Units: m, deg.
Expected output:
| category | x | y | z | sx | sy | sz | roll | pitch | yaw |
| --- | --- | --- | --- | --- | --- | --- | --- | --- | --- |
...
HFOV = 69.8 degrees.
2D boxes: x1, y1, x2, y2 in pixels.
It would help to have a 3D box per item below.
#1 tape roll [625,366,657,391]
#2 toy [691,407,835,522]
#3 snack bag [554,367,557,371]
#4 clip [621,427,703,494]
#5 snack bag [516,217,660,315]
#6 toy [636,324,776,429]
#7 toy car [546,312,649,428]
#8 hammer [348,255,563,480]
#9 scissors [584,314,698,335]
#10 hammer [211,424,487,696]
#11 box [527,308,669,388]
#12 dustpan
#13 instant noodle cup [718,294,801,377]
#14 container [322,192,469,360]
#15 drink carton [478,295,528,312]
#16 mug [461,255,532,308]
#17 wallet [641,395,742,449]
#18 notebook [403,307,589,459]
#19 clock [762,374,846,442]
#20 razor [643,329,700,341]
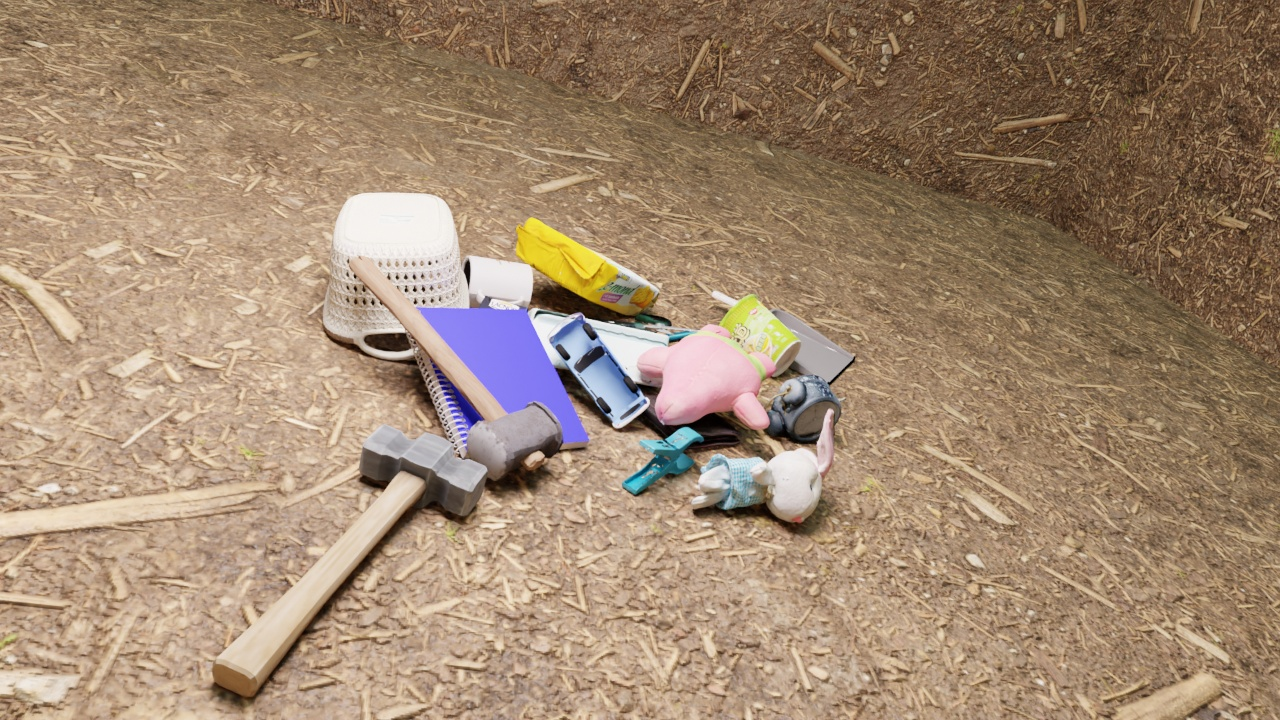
| category | x | y | z | sx | sy | sz | roll | pitch | yaw |
| --- | --- | --- | --- | --- | --- | --- | --- | --- | --- |
| tape roll | -0.008 | 0.008 | 1.294 | 0.093 | 0.016 | 0.091 | 22 | 25 | 6 |
| toy | 0.151 | 0.140 | 1.055 | 0.205 | 0.131 | 0.105 | -12 | 58 | -29 |
| snack bag | -0.186 | -0.018 | 1.220 | 0.155 | 0.018 | 0.074 | 34 | 31 | 27 |
| clip | 0.035 | 0.098 | 1.055 | 0.028 | 0.113 | 0.126 | 36 | 17 | 26 |
| snack bag | -0.083 | -0.136 | 1.403 | 0.160 | 0.068 | 0.247 | 33 | 7 | 23 |
| toy | 0.081 | 0.029 | 1.171 | 0.192 | 0.097 | 0.236 | 29 | 32 | 17 |
| toy car | -0.053 | 0.012 | 1.153 | 0.153 | 0.056 | 0.055 | 52 | -3 | 6 |
| hammer | -0.216 | -0.003 | 1.010 | 0.328 | 0.052 | 0.097 | 46 | 37 | 18 |
| scissors | 0.002 | -0.056 | 1.383 | 0.202 | 0.015 | 0.204 | 7 | 8 | 8 |
| hammer | -0.247 | 0.161 | 0.787 | 0.117 | 0.051 | 0.322 | 22 | 28 | 6 |
| box | -0.059 | -0.018 | 1.250 | 0.197 | 0.075 | 0.125 | 11 | 45 | -14 |
| dustpan | 0.230 | -0.049 | 1.555 | 0.258 | 0.033 | 0.162 | 28 | 26 | 19 |
| instant noodle cup | 0.189 | -0.034 | 1.436 | 0.108 | 0.099 | 0.098 | 40 | 31 | 23 |
| container | -0.316 | -0.121 | 1.192 | 0.184 | 0.143 | 0.246 | -1 | 29 | -13 |
| drink carton | -0.190 | -0.026 | 1.169 | 0.064 | 0.040 | 0.129 | 17 | 39 | 0 |
| mug | -0.205 | -0.100 | 1.309 | 0.089 | 0.074 | 0.105 | 7 | 28 | -24 |
| wallet | 0.061 | 0.079 | 1.187 | 0.119 | 0.031 | 0.099 | 2 | 28 | -43 |
| notebook | -0.172 | 0.020 | 1.074 | 0.171 | 0.022 | 0.209 | -1 | 50 | -39 |
| clock | 0.216 | 0.065 | 1.249 | 0.129 | 0.090 | 0.052 | 7 | 33 | -31 |
| razor | 0.048 | -0.038 | 1.426 | 0.042 | 0.022 | 0.143 | 14 | 12 | 40 |
